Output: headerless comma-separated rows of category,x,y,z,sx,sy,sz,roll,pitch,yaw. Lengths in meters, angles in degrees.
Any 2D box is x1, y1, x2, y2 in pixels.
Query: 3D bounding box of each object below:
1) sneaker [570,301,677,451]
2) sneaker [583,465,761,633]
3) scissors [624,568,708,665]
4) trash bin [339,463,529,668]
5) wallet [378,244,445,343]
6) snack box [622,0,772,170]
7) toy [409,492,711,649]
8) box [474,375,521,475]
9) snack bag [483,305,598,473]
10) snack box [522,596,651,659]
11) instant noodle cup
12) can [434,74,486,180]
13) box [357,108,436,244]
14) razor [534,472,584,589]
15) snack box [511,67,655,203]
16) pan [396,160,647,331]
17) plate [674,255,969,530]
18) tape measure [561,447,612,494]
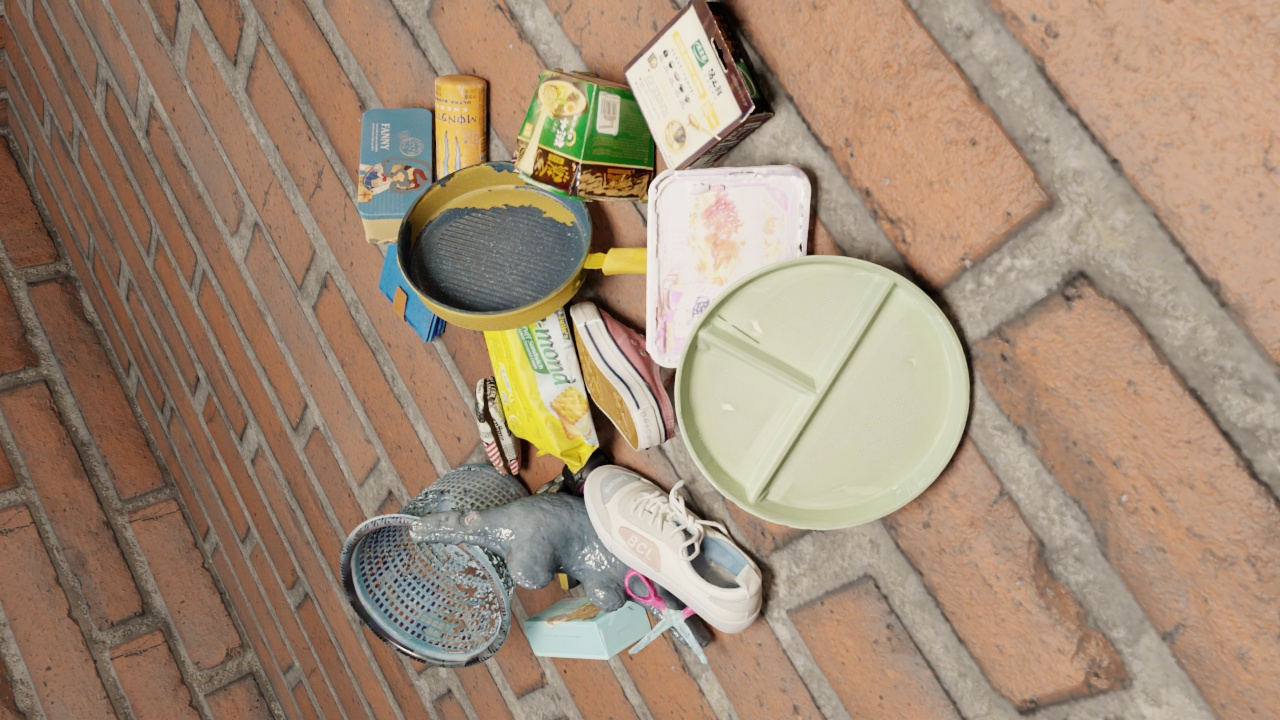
sneaker,-0.006,0.005,0.936,0.241,0.087,0.118,-128,25,-55
sneaker,0.029,0.180,0.965,0.242,0.089,0.091,37,146,28
scissors,0.037,0.270,0.987,0.133,0.133,0.017,51,-179,1
trash bin,-0.234,0.241,1.177,0.227,0.194,0.227,8,118,15
wallet,-0.315,-0.103,1.273,0.133,0.040,0.107,46,131,26
snack box,0.051,-0.237,0.793,0.126,0.053,0.113,-28,84,49
toy,-0.079,0.216,1.041,0.356,0.137,0.092,21,136,-6
box,-0.185,0.086,1.159,0.072,0.060,0.165,54,160,39
snack bag,-0.125,0.001,1.049,0.158,0.068,0.246,6,112,67
snack box,-0.070,0.336,1.158,0.175,0.074,0.051,-19,92,50
instant noodle cup,0.070,-0.086,0.792,0.060,0.138,0.174,-112,20,-63
can,-0.209,-0.255,1.071,0.058,0.058,0.146,29,126,38
box,-0.290,-0.227,1.106,0.062,0.089,0.184,102,161,-61
razor,-0.096,0.218,1.156,0.068,0.062,0.168,4,119,13
snack box,-0.048,-0.216,0.877,0.117,0.118,0.106,29,116,38
pan,-0.071,-0.107,0.905,0.357,0.197,0.078,15,152,12
plate,0.142,0.027,0.735,0.230,0.027,0.230,3,109,8
tape measure,-0.061,0.130,1.072,0.039,0.057,0.058,52,168,21
